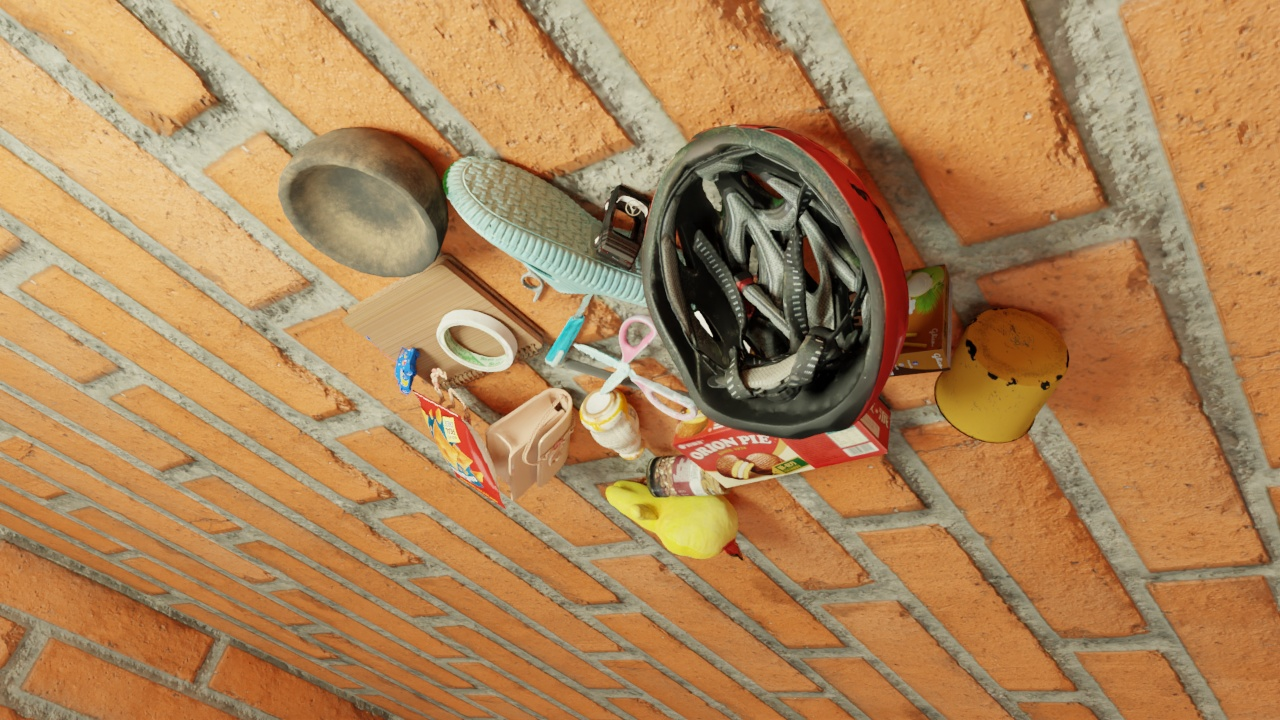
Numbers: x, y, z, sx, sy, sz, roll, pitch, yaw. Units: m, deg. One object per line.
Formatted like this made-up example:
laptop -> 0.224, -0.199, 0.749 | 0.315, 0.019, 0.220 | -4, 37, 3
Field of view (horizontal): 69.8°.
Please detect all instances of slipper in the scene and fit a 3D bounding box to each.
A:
slipper -> -0.062, -0.103, 0.873 | 0.276, 0.115, 0.070 | 22, 127, -17

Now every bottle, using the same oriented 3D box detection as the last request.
bottle -> -0.031, 0.083, 1.158 | 0.063, 0.063, 0.109 | -5, 141, 27
bottle -> 0.066, 0.153, 1.224 | 0.105, 0.056, 0.056 | -8, 139, 29

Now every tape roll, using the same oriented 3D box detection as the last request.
tape roll -> -0.191, -0.022, 1.072 | 0.094, 0.018, 0.094 | 11, 144, 8

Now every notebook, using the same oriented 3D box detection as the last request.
notebook -> -0.235, -0.036, 1.105 | 0.211, 0.022, 0.169 | -20, 132, 39

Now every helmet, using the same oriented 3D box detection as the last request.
helmet -> 0.115, -0.068, 0.776 | 0.218, 0.166, 0.272 | -18, 96, 38

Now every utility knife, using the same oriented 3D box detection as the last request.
utility knife -> -0.079, -0.034, 1.058 | 0.022, 0.015, 0.149 | 1, 149, -26

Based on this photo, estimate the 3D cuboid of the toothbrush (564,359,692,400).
toothbrush -> -0.012, 0.027, 1.117 | 0.167, 0.012, 0.013 | 17, 153, -3

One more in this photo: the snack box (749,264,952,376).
snack box -> 0.200, -0.029, 0.882 | 0.186, 0.100, 0.031 | -8, 139, 29

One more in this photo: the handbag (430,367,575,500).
handbag -> -0.176, 0.065, 1.199 | 0.187, 0.116, 0.199 | 42, 154, 17

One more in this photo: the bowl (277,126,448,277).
bowl -> -0.264, -0.160, 0.901 | 0.162, 0.070, 0.162 | 10, 145, 7

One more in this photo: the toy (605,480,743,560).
toy -> 0.051, 0.217, 1.287 | 0.208, 0.092, 0.133 | 13, -171, 14

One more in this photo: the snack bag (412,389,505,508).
snack bag -> -0.227, 0.109, 1.154 | 0.131, 0.039, 0.144 | 19, 137, 49

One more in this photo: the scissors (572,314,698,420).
scissors -> 0.000, 0.016, 1.052 | 0.175, 0.013, 0.171 | 42, 142, -1

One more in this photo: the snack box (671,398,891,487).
snack box -> 0.163, 0.081, 1.084 | 0.237, 0.060, 0.113 | -20, 132, 40

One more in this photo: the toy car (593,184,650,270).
toy car -> -0.014, -0.124, 0.840 | 0.040, 0.092, 0.037 | 25, 138, -15

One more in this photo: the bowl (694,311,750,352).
bowl -> 0.090, -0.002, 1.005 | 0.115, 0.050, 0.115 | 10, 145, 7

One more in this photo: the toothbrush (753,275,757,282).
toothbrush -> 0.035, -0.090, 0.937 | 0.184, 0.015, 0.015 | 11, 138, 9

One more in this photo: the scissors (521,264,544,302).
scissors -> -0.127, -0.116, 0.961 | 0.159, 0.014, 0.121 | 34, 140, -29

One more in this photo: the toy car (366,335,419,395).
toy car -> -0.309, 0.003, 1.134 | 0.062, 0.033, 0.092 | 15, 144, -8

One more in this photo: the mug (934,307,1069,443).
mug -> 0.359, 0.009, 0.890 | 0.123, 0.100, 0.094 | -19, 146, -17
